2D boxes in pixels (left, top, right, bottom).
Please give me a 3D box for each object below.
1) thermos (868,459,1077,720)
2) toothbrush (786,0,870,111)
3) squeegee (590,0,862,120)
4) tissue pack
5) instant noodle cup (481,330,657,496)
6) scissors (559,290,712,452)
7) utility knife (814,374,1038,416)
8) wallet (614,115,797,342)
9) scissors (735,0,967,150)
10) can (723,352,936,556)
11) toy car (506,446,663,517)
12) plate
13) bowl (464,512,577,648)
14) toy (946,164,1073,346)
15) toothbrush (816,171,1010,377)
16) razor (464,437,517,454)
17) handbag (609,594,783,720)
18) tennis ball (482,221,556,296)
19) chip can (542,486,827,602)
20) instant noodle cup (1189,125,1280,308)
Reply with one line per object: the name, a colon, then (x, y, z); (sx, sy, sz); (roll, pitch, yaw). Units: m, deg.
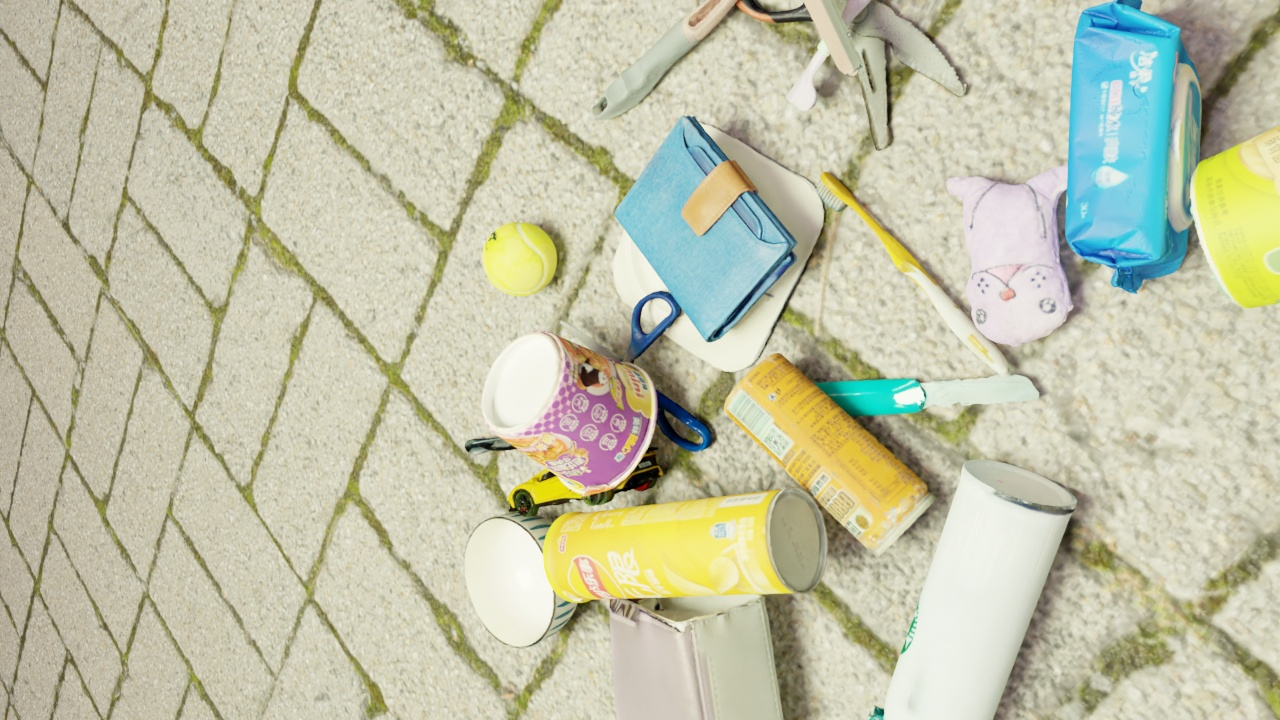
thermos: (0.201, 0.177, 0.582); (0.073, 0.073, 0.224); (24, 109, 35)
toothbrush: (0.155, -0.248, 0.593); (0.189, 0.021, 0.029); (-57, 33, 22)
squeegee: (0.037, -0.251, 0.681); (0.250, 0.040, 0.247); (-33, 75, 50)
tissue pack: (0.264, -0.115, 0.488); (0.052, 0.094, 0.157); (3, 94, 37)
instant noodle cup: (-0.058, 0.034, 0.696); (0.112, 0.099, 0.111); (-21, 53, 31)
scissors: (-0.004, 0.005, 0.745); (0.173, 0.012, 0.163); (38, 135, 24)
utility knife: (0.160, 0.027, 0.635); (0.223, 0.013, 0.029); (-6, 90, 41)
wallet: (0.044, -0.094, 0.659); (0.107, 0.040, 0.133); (-50, 65, 35)
scissors: (0.139, -0.254, 0.627); (0.227, 0.015, 0.189); (29, 111, 32)
can: (0.126, 0.062, 0.626); (0.146, 0.058, 0.058); (44, 119, 18)
toy car: (-0.052, 0.103, 0.775); (0.156, 0.071, 0.041); (-18, 84, 39)
plate: (0.046, -0.088, 0.704); (0.163, 0.034, 0.164); (37, 115, 30)
bowl: (-0.096, 0.190, 0.821); (0.117, 0.066, 0.116); (5, 98, 39)
toy: (0.229, -0.062, 0.555); (0.084, 0.038, 0.108); (-2, 92, 44)
toothbrush: (0.177, -0.059, 0.609); (0.191, 0.016, 0.018); (55, 135, 24)
razor: (-0.116, 0.078, 0.858); (0.143, 0.022, 0.042); (-6, 134, 42)
handbag: (0.042, 0.274, 0.698); (0.145, 0.098, 0.197); (-8, 90, 56)
tennis ball: (-0.106, -0.089, 0.805); (0.066, 0.065, 0.065); (4, 96, 38)
chip can: (0.025, 0.135, 0.662); (0.214, 0.071, 0.072); (-15, 84, 40)
instant noodle cup: (0.338, -0.077, 0.430); (0.124, 0.111, 0.111); (-19, 82, 46)
